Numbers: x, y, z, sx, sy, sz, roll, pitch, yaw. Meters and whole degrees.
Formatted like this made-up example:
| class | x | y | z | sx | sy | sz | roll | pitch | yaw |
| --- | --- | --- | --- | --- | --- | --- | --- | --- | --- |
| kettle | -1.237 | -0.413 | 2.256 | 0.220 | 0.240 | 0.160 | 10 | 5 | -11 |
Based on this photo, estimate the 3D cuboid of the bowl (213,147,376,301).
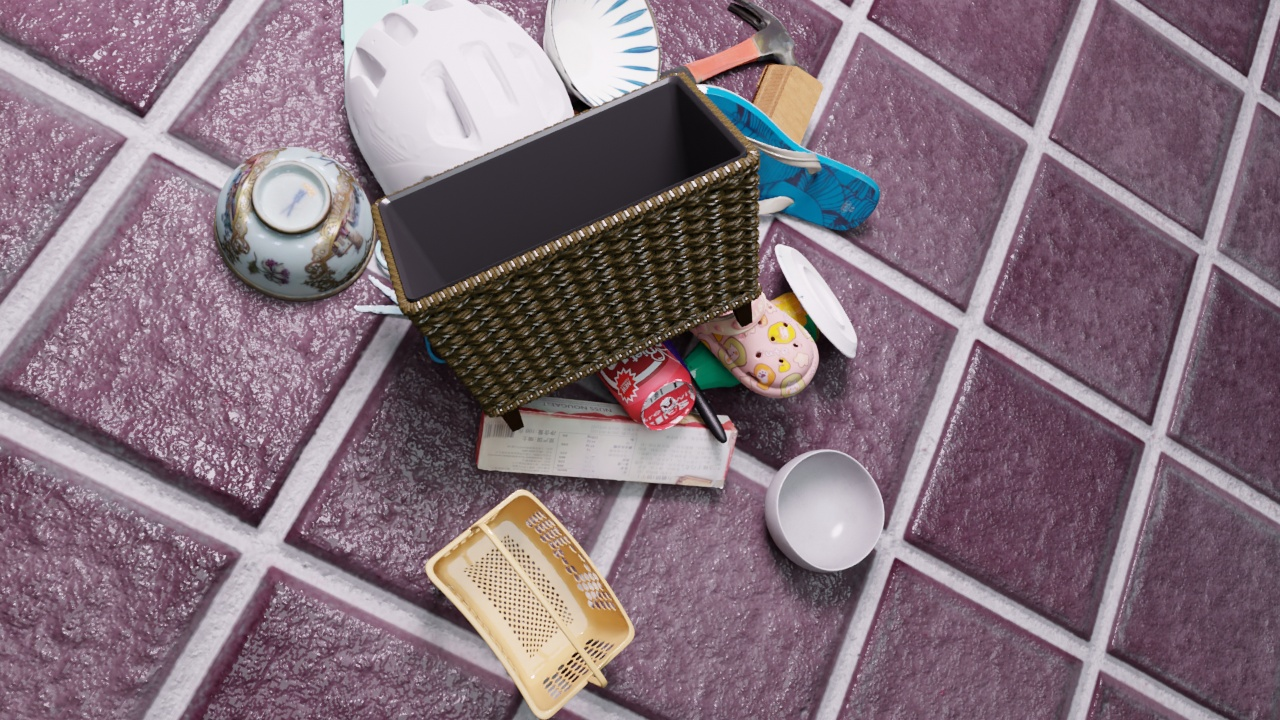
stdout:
| class | x | y | z | sx | sy | sz | roll | pitch | yaw |
| --- | --- | --- | --- | --- | --- | --- | --- | --- | --- |
| bowl | -0.346 | -0.148 | 0.918 | 0.159 | 0.094 | 0.159 | 4 | 78 | -17 |

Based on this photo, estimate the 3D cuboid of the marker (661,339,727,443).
| class | x | y | z | sx | sy | sz | roll | pitch | yaw |
| --- | --- | --- | --- | --- | --- | --- | --- | --- | --- |
| marker | 0.055 | 0.032 | 0.981 | 0.018 | 0.015 | 0.134 | -38 | 71 | 20 |

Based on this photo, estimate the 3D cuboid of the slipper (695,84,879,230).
| class | x | y | z | sx | sy | sz | roll | pitch | yaw |
| --- | --- | --- | --- | --- | --- | --- | --- | --- | --- |
| slipper | 0.153 | -0.218 | 1.076 | 0.294 | 0.118 | 0.060 | 21 | 45 | -19 |

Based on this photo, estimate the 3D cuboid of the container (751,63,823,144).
| class | x | y | z | sx | sy | sz | roll | pitch | yaw |
| --- | --- | --- | --- | --- | --- | --- | --- | --- | --- |
| container | 0.171 | -0.300 | 1.109 | 0.063 | 0.061 | 0.114 | 24 | 87 | -24 |

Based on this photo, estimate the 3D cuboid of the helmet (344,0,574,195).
| class | x | y | z | sx | sy | sz | roll | pitch | yaw |
| --- | --- | --- | --- | --- | --- | --- | --- | --- | --- |
| helmet | -0.182 | -0.262 | 0.970 | 0.223 | 0.184 | 0.282 | -16 | 69 | -30 |

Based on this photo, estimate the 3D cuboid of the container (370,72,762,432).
| class | x | y | z | sx | sy | sz | roll | pitch | yaw |
| --- | --- | --- | --- | --- | --- | --- | --- | --- | --- |
| container | -0.052 | -0.091 | 0.871 | 0.321 | 0.205 | 0.176 | -24 | 46 | -5 |

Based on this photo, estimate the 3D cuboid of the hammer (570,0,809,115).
| class | x | y | z | sx | sy | sz | roll | pitch | yaw |
| --- | --- | --- | --- | --- | --- | --- | --- | --- | --- |
| hammer | 0.046 | -0.343 | 1.116 | 0.332 | 0.033 | 0.133 | -28 | 89 | -20 |

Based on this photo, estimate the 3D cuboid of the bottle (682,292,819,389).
| class | x | y | z | sx | sy | sz | roll | pitch | yaw |
| --- | --- | --- | --- | --- | --- | --- | --- | --- | --- |
| bottle | 0.099 | -0.005 | 1.037 | 0.209 | 0.068 | 0.068 | -27 | 87 | -13 |

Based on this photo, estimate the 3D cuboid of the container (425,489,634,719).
| class | x | y | z | sx | sy | sz | roll | pitch | yaw |
| --- | --- | --- | --- | --- | --- | --- | --- | --- | --- |
| container | -0.102 | 0.227 | 0.873 | 0.129 | 0.167 | 0.183 | -37 | 90 | -21 |

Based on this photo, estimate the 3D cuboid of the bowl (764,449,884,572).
| class | x | y | z | sx | sy | sz | roll | pitch | yaw |
| --- | --- | --- | --- | --- | --- | --- | --- | --- | --- |
| bowl | 0.200 | 0.170 | 1.032 | 0.131 | 0.064 | 0.131 | 4 | 77 | -16 |

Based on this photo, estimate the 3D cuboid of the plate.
| class | x | y | z | sx | sy | sz | roll | pitch | yaw |
| --- | --- | --- | --- | --- | --- | --- | --- | --- | --- |
| plate | 0.205 | -0.071 | 1.054 | 0.014 | 0.156 | 0.157 | -35 | 90 | 20 |

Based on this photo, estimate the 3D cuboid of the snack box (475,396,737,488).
| class | x | y | z | sx | sy | sz | roll | pitch | yaw |
| --- | --- | --- | --- | --- | --- | --- | --- | --- | --- |
| snack box | -0.035 | 0.084 | 0.977 | 0.272 | 0.044 | 0.077 | 6 | 112 | -15 |

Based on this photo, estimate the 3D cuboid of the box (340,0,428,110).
| class | x | y | z | sx | sy | sz | roll | pitch | yaw |
| --- | --- | --- | --- | --- | --- | --- | --- | --- | --- |
| box | -0.264 | -0.364 | 1.028 | 0.136 | 0.033 | 0.186 | -1 | 78 | -23 |

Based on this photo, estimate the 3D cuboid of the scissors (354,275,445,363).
| class | x | y | z | sx | sy | sz | roll | pitch | yaw |
| --- | --- | --- | --- | --- | --- | --- | --- | --- | --- |
| scissors | -0.234 | -0.061 | 0.980 | 0.133 | 0.015 | 0.103 | 35 | 72 | -1 |

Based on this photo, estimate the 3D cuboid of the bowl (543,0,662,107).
| class | x | y | z | sx | sy | sz | roll | pitch | yaw |
| --- | --- | --- | --- | --- | --- | --- | --- | --- | --- |
| bowl | -0.059 | -0.355 | 1.029 | 0.177 | 0.071 | 0.177 | 2 | 87 | -49 |

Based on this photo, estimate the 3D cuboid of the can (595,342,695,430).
| class | x | y | z | sx | sy | sz | roll | pitch | yaw |
| --- | --- | --- | --- | --- | --- | --- | --- | --- | --- |
| can | -0.006 | 0.006 | 0.967 | 0.074 | 0.074 | 0.142 | -21 | 45 | -20 |

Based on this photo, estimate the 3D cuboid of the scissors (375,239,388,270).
| class | x | y | z | sx | sy | sz | roll | pitch | yaw |
| --- | --- | --- | --- | --- | --- | --- | --- | --- | --- |
| scissors | -0.239 | -0.083 | 0.970 | 0.070 | 0.014 | 0.130 | -13 | 71 | -19 |

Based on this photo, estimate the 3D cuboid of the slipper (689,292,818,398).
| class | x | y | z | sx | sy | sz | roll | pitch | yaw |
| --- | --- | --- | --- | --- | --- | --- | --- | --- | --- |
| slipper | 0.108 | -0.048 | 0.974 | 0.197 | 0.082 | 0.093 | 42 | 70 | 16 |
